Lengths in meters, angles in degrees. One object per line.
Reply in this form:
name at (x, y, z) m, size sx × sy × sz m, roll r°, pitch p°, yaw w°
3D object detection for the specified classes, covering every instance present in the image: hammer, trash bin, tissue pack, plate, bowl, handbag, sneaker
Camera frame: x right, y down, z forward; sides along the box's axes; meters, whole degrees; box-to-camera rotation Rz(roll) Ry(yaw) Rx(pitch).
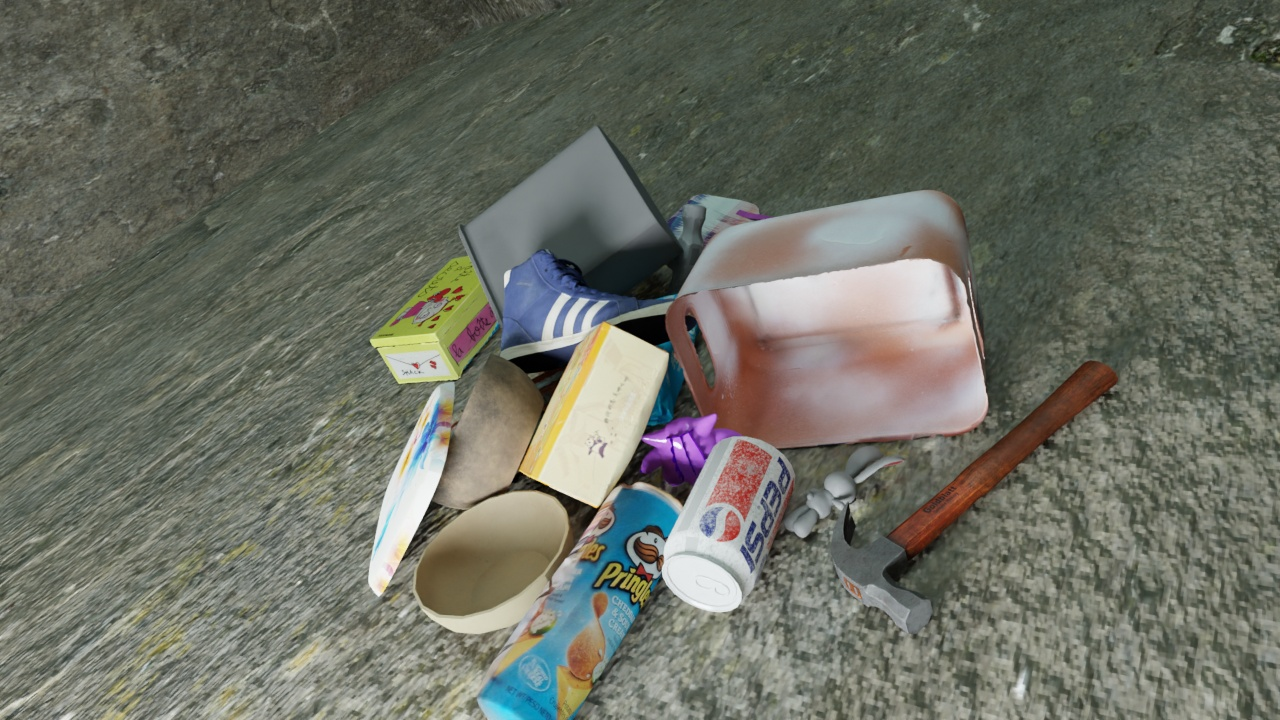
hammer at (-0.001, -0.151, 1.243) m, size 0.029 × 0.127 × 0.324 m, roll 2°, pitch 9°, yaw -25°
trash bin at (-0.089, -0.147, 1.122) m, size 0.220 × 0.097 × 0.191 m, roll -35°, pitch 57°, yaw 11°
tissue pack at (-0.006, 0.006, 1.024) m, size 0.117 × 0.066 × 0.208 m, roll -10°, pitch 35°, yaw 24°
plate at (-0.233, 0.123, 0.925) m, size 0.187 × 0.016 × 0.186 m, roll -60°, pitch 21°, yaw 23°
trash bin at (0.177, -0.038, 0.854) m, size 0.260 × 0.182 × 0.157 m, roll -8°, pitch 32°, yaw 25°
bowl at (-0.126, 0.189, 0.833) m, size 0.152 × 0.050 × 0.152 m, roll -17°, pitch 31°, yaw 11°
handbag at (0.126, -0.163, 1.205) m, size 0.170 × 0.068 × 0.144 m, roll 14°, pitch 48°, yaw 37°
sneaker at (-0.051, -0.070, 0.975) m, size 0.234 × 0.091 × 0.118 m, roll -16°, pitch 69°, yaw 30°
bowl at (-0.154, 0.080, 0.943) m, size 0.070 × 0.163 × 0.161 m, roll 24°, pitch 36°, yaw -7°
hammer at (0.275, 0.090, 0.735) m, size 0.300 × 0.028 × 0.111 m, roll -35°, pitch 33°, yaw -18°

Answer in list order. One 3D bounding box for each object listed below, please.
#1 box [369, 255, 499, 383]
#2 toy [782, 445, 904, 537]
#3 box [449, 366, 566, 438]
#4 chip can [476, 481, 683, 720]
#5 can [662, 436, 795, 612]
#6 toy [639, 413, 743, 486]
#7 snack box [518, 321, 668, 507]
box at (-0.262, -0.067, 1.296) m, size 0.125 × 0.082 × 0.220 m, roll -3°, pitch 38°, yaw 32°
toy at (0.169, 0.109, 0.777) m, size 0.111 × 0.030 × 0.049 m, roll -37°, pitch 18°, yaw -11°
box at (-0.141, 0.042, 1.075) m, size 0.186 × 0.058 × 0.060 m, roll -28°, pitch -10°, yaw -8°
chip can at (-0.044, 0.200, 0.740) m, size 0.080 × 0.080 × 0.228 m, roll 2°, pitch 39°, yaw 36°
can at (0.074, 0.132, 0.758) m, size 0.078 × 0.078 × 0.135 m, roll -3°, pitch 37°, yaw 31°
toy at (0.047, 0.086, 0.841) m, size 0.106 × 0.088 × 0.055 m, roll -18°, pitch 38°, yaw 10°
snack box at (-0.042, 0.054, 0.843) m, size 0.145 × 0.080 × 0.195 m, roll -65°, pitch 7°, yaw -9°
